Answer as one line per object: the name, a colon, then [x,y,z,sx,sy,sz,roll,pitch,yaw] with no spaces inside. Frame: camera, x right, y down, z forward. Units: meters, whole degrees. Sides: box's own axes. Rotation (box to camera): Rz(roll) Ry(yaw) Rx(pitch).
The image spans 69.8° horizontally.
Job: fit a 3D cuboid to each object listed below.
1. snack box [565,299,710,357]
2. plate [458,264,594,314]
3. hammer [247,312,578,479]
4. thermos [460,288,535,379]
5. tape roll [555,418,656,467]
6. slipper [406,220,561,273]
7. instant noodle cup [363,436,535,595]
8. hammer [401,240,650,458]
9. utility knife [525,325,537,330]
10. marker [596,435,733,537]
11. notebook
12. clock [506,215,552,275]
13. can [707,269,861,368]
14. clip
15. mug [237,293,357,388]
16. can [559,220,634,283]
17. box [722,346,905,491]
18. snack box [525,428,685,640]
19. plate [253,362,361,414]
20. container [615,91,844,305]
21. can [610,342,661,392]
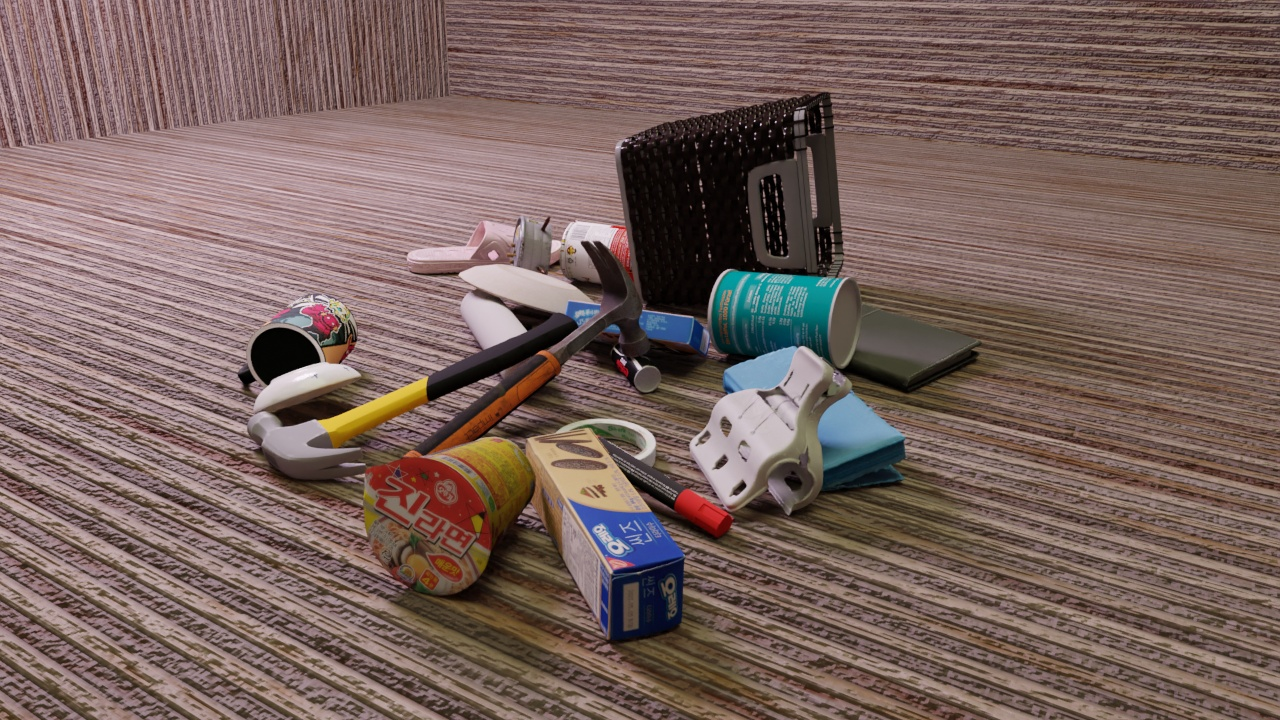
snack box: [-0.003,-0.035,1.050,0.151,0.034,0.087,8,-8,18]
plate: [-0.133,-0.092,1.159,0.188,0.027,0.188,17,9,-3]
hammer: [-0.195,0.024,0.874,0.322,0.029,0.127,-27,36,-30]
thermos: [-0.156,-0.026,1.042,0.052,0.052,0.224,-7,23,-21]
tape roll: [-0.033,0.080,0.831,0.094,0.018,0.093,2,22,-1]
slipper: [-0.234,-0.175,1.395,0.239,0.064,0.094,-6,23,-14]
instant noodle cup: [-0.130,0.105,0.680,0.100,0.100,0.112,8,13,17]
hammer: [-0.105,0.003,0.868,0.035,0.138,0.313,7,35,39]
utility knife: [-0.035,-0.042,1.134,0.217,0.019,0.030,-6,28,-5]
marker: [0.011,0.100,0.753,0.145,0.021,0.023,28,10,32]
notebook: [0.275,-0.025,1.099,0.169,0.029,0.209,-20,34,-38]
clock: [-0.160,-0.147,1.300,0.056,0.104,0.148,6,-10,-14]
can: [0.163,-0.049,1.033,0.144,0.099,0.099,8,22,31]
clip: [0.124,0.065,0.790,0.152,0.099,0.126,-38,28,2]
mug: [-0.372,-0.011,0.975,0.118,0.082,0.098,-24,19,12]
can: [-0.045,-0.151,1.313,0.116,0.087,0.086,10,24,19]
box: [0.161,0.057,0.883,0.093,0.054,0.231,-21,26,-8]
snack box: [-0.031,0.120,0.681,0.057,0.056,0.207,-7,23,-21]
plate: [-0.324,0.023,0.884,0.104,0.026,0.104,-20,1,0]
container: [0.129,-0.213,1.243,0.244,0.247,0.244,-2,20,21]
can: [-0.006,0.006,0.999,0.031,0.031,0.080,-7,23,-19]
